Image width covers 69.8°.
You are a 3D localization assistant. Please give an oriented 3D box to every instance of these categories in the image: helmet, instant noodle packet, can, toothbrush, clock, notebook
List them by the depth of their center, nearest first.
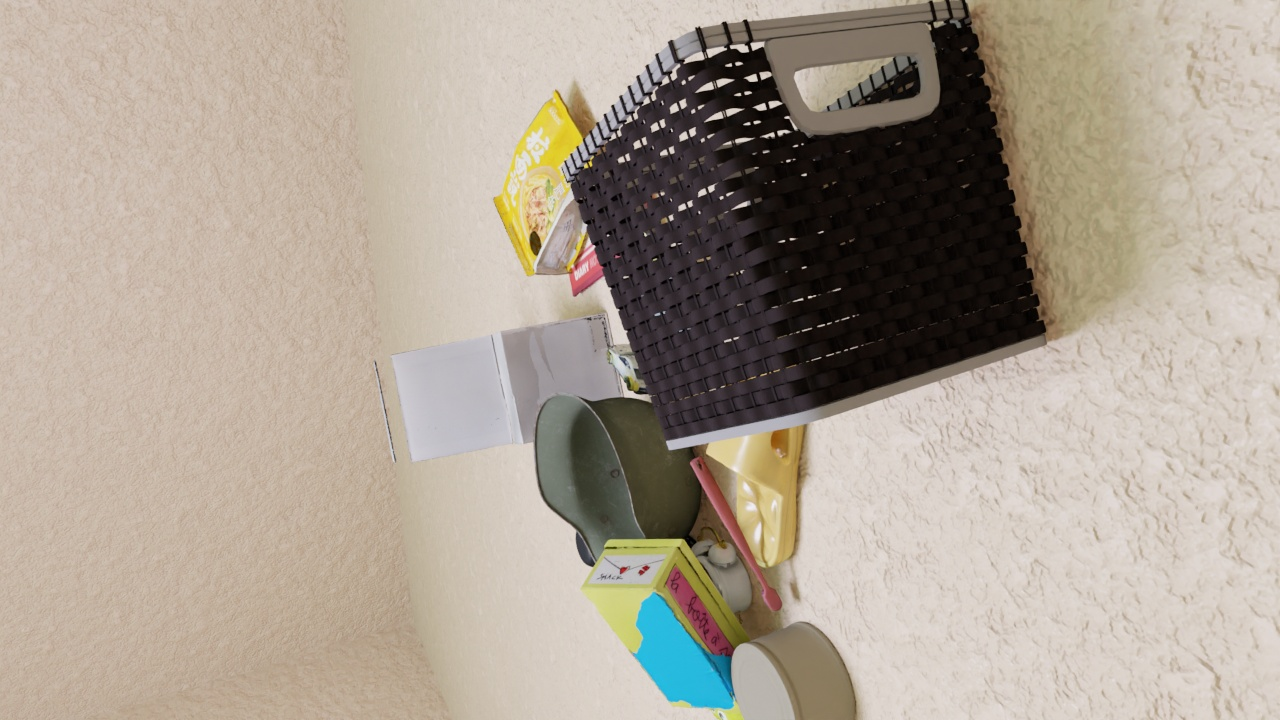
[{"bbox_3d":[0.161,0.354,0.986,0.128,0.073,0.128,39,135,55],"label":"can"},{"bbox_3d":[0.104,0.188,0.994,0.190,0.016,0.016,61,168,-5],"label":"toothbrush"},{"bbox_3d":[0.091,0.261,1.116,0.083,0.057,0.117,-11,90,66],"label":"clock"},{"bbox_3d":[-0.010,0.154,1.166,0.227,0.153,0.268,-4,98,56],"label":"helmet"},{"bbox_3d":[-0.127,-0.253,1.320,0.163,0.084,0.222,65,145,28],"label":"instant noodle packet"},{"bbox_3d":[-0.075,-0.191,1.327,0.209,0.012,0.153,-26,75,64],"label":"notebook"}]

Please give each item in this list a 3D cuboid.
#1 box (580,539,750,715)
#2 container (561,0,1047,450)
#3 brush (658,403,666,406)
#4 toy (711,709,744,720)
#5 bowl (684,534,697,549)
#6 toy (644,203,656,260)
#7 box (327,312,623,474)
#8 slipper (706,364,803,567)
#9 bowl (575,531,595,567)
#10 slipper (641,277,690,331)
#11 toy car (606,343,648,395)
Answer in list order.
[{"bbox_3d":[0.042,0.309,1.063,0.125,0.079,0.221,-13,121,42],"label":"box"},{"bbox_3d":[0.118,-0.087,0.689,0.246,0.246,0.243,-23,83,65],"label":"container"},{"bbox_3d":[0.023,0.102,1.241,0.050,0.015,0.136,45,139,49],"label":"brush"},{"bbox_3d":[0.110,0.407,1.156,0.092,0.043,0.118,-166,69,-65],"label":"toy"},{"bbox_3d":[0.044,0.297,1.221,0.120,0.066,0.120,39,134,55],"label":"bowl"},{"bbox_3d":[-0.014,-0.179,1.162,0.135,0.045,0.092,54,149,34],"label":"toy"},{"bbox_3d":[-0.238,0.050,1.330,0.108,0.418,0.166,172,87,-83],"label":"box"},{"bbox_3d":[0.115,0.104,0.973,0.099,0.078,0.264,33,132,58],"label":"slipper"},{"bbox_3d":[-0.072,0.296,1.486,0.124,0.052,0.124,39,134,55],"label":"bowl"},{"bbox_3d":[0.040,-0.063,1.108,0.269,0.054,0.098,152,107,-76],"label":"slipper"},{"bbox_3d":[-0.007,0.007,1.226,0.105,0.048,0.033,51,139,45],"label":"toy car"}]
